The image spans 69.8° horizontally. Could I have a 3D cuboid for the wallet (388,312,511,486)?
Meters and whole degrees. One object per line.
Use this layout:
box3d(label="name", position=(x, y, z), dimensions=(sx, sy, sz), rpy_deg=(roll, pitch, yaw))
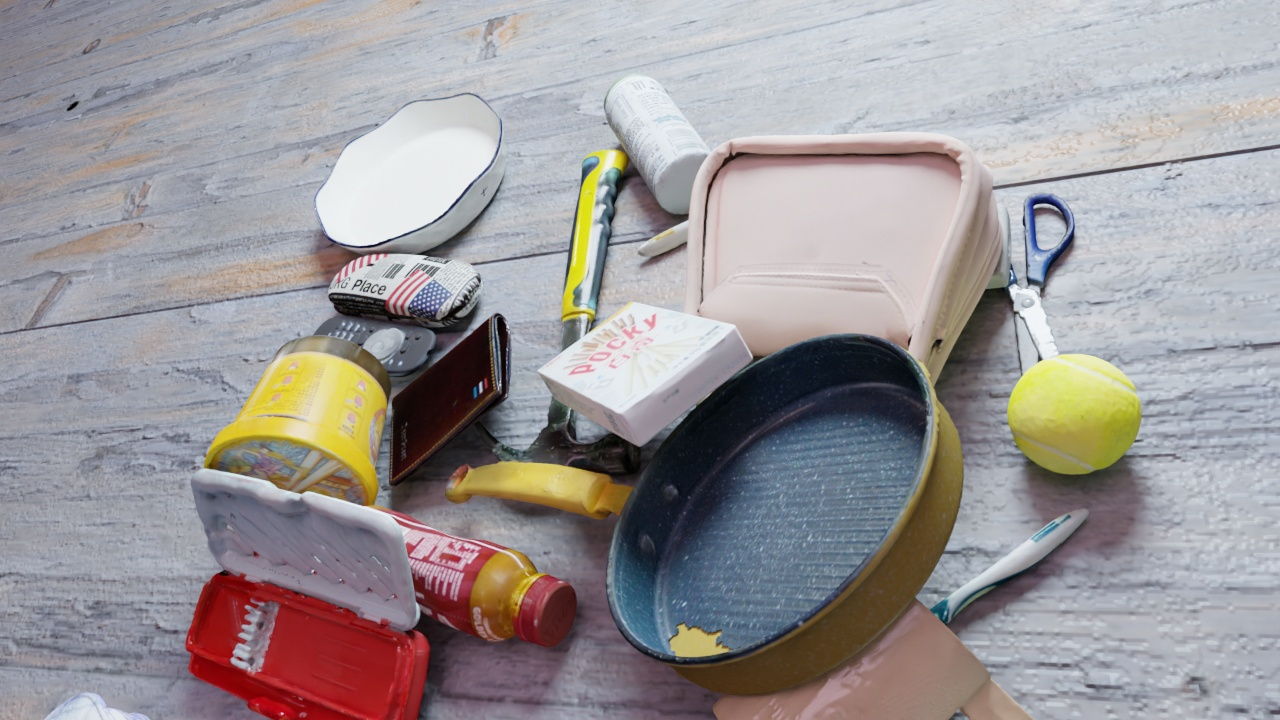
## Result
box3d(label="wallet", position=(-0.144, 0.029, 0.686), dimensions=(0.122, 0.020, 0.096), rpy_deg=(-38, 35, 21))

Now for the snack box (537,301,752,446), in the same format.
box3d(label="snack box", position=(-0.003, 0.003, 0.571), dimensions=(0.084, 0.027, 0.157), rpy_deg=(-37, 21, -14))

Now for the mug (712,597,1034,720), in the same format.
box3d(label="mug", position=(0.112, 0.170, 0.434), dimensions=(0.124, 0.084, 0.103), rpy_deg=(44, 86, 6))

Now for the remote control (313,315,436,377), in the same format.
box3d(label="remote control", position=(-0.226, -0.010, 0.782), dimensions=(0.137, 0.024, 0.053), rpy_deg=(9, 58, 30))

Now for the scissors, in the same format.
box3d(label="scissors", position=(0.235, -0.042, 0.587), dimensions=(0.133, 0.012, 0.172), rpy_deg=(19, 65, 34))

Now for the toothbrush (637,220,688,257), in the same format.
box3d(label="toothbrush", position=(0.083, -0.127, 0.727), dimensions=(0.191, 0.016, 0.018), rpy_deg=(-25, 37, 6))

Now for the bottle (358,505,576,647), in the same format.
box3d(label="bottle", position=(-0.122, 0.139, 0.590), dimensions=(0.175, 0.057, 0.057), rpy_deg=(10, 60, 32))

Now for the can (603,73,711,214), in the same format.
box3d(label="can", position=(0.016, -0.186, 0.776), dimensions=(0.058, 0.058, 0.146), rpy_deg=(-29, 47, 3))

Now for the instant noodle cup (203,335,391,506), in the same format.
box3d(label="instant noodle cup", position=(-0.246, 0.052, 0.686), dimensions=(0.119, 0.118, 0.114), rpy_deg=(-14, 43, 16))

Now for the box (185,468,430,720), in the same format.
box3d(label="box", position=(-0.222, 0.156, 0.596), dimensions=(0.201, 0.058, 0.161), rpy_deg=(6, 96, 31))

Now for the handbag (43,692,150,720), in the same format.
box3d(label="handbag", position=(-0.344, 0.304, 0.560), dimensions=(0.194, 0.075, 0.134), rpy_deg=(25, 69, 39))

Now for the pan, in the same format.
box3d(label="pan", position=(0.005, 0.075, 0.516), dimensions=(0.358, 0.078, 0.197), rpy_deg=(-16, 37, 48))

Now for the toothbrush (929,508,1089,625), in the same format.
box3d(label="toothbrush", position=(0.161, 0.136, 0.483), dimensions=(0.191, 0.016, 0.018), rpy_deg=(-35, 57, -2))

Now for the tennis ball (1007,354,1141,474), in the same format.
box3d(label="tennis ball", position=(0.233, 0.029, 0.496), dimensions=(0.065, 0.065, 0.065), rpy_deg=(-13, 50, 16))

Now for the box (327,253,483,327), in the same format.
box3d(label="box", position=(-0.207, -0.060, 0.806), dimensions=(0.164, 0.052, 0.068), rpy_deg=(9, 70, 33))

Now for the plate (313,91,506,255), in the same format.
box3d(label="plate", position=(-0.219, -0.177, 0.895), dimensions=(0.205, 0.045, 0.204), rpy_deg=(-13, 51, 17))

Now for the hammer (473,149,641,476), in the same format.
box3d(label="hammer", position=(-0.050, -0.047, 0.719), dimensions=(0.126, 0.032, 0.322), rpy_deg=(-9, 52, 19))

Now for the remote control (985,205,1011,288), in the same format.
box3d(label="remote control", position=(0.178, -0.069, 0.621), dimensions=(0.135, 0.019, 0.056), rpy_deg=(-5, 59, 31))

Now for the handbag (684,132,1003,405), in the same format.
box3d(label="handbag", position=(0.111, -0.024, 0.579), dimensions=(0.194, 0.093, 0.234), rpy_deg=(6, 73, 36))
